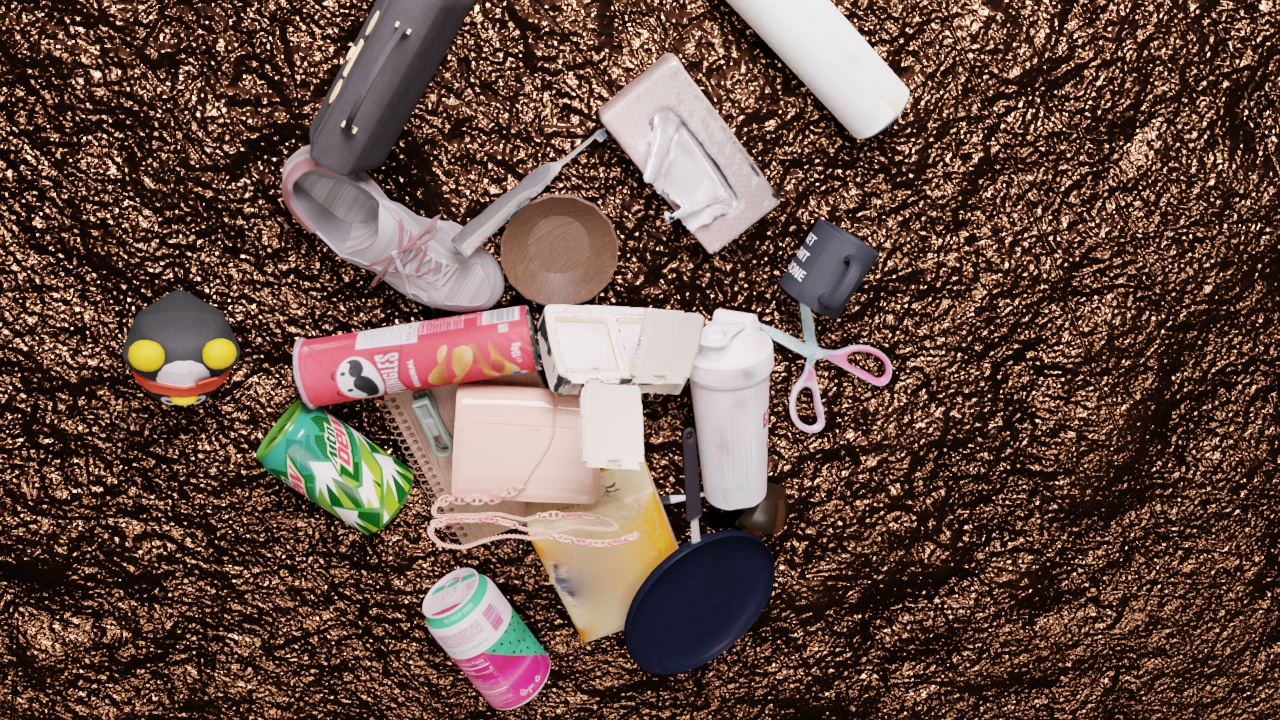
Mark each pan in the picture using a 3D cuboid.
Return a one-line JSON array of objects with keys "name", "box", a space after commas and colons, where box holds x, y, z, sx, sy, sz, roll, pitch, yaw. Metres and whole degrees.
[{"name": "pan", "box": [0.061, 0.211, 1.005, 0.198, 0.021, 0.357, -21, 128, -21]}]

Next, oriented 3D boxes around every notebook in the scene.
[{"name": "notebook", "box": [-0.168, 0.095, 1.007, 0.169, 0.022, 0.210, -20, 116, 1]}]

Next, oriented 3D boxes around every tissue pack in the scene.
[{"name": "tissue pack", "box": [0.047, -0.189, 0.881, 0.104, 0.071, 0.181, -37, 118, 9]}]

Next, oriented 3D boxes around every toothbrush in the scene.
[{"name": "toothbrush", "box": [-0.103, -0.164, 0.871, 0.185, 0.022, 0.024, -42, 90, -10]}, {"name": "toothbrush", "box": [0.014, 0.163, 1.069, 0.187, 0.012, 0.017, -11, 103, -3]}]

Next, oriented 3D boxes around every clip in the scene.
[{"name": "clip", "box": [-0.216, 0.067, 0.957, 0.023, 0.047, 0.076, -18, 120, 0]}]

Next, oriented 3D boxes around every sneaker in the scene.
[{"name": "sneaker", "box": [-0.233, -0.109, 0.863, 0.236, 0.089, 0.099, 32, 107, -20]}]

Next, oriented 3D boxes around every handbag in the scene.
[{"name": "handbag", "box": [-0.212, -0.233, 0.749, 0.072, 0.195, 0.176, 29, 108, -19]}, {"name": "handbag", "box": [-0.099, 0.096, 0.900, 0.198, 0.187, 0.117, 4, 103, -6]}]

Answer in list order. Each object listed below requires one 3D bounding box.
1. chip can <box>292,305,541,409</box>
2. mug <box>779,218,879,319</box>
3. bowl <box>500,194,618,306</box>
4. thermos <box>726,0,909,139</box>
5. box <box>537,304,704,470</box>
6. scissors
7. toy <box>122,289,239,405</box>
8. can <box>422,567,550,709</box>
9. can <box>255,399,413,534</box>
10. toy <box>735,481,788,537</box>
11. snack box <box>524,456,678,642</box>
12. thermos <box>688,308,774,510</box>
[{"name": "chip can", "box": [-0.219, -0.005, 0.916, 0.233, 0.073, 0.073, -9, 116, 0]}, {"name": "mug", "box": [0.194, -0.087, 0.924, 0.071, 0.105, 0.078, 26, 109, -13]}, {"name": "bowl", "box": [-0.081, -0.112, 0.916, 0.118, 0.030, 0.118, -3, 116, -6]}, {"name": "thermos", "box": [0.151, -0.303, 0.840, 0.230, 0.067, 0.068, 39, 104, -21]}, {"name": "box", "box": [-0.005, 0.005, 0.869, 0.143, 0.194, 0.101, -1, 142, -23]}, {"name": "scissors", "box": [0.192, 0.012, 1.022, 0.172, 0.014, 0.159, 24, 109, -18]}, {"name": "toy", "box": [-0.442, -0.002, 0.884, 0.097, 0.099, 0.119, -2, 140, -28]}, {"name": "can", "box": [-0.179, 0.327, 1.076, 0.088, 0.088, 0.166, -27, 116, 5]}, {"name": "can", "box": [-0.317, 0.111, 0.958, 0.144, 0.083, 0.083, 40, 104, -22]}, {"name": "toy", "box": [0.137, 0.189, 1.076, 0.076, 0.062, 0.100, -14, 132, -44]}, {"name": "snack box", "box": [-0.031, 0.223, 1.039, 0.145, 0.080, 0.195, -19, 124, 1]}, {"name": "thermos", "box": [0.097, 0.053, 0.992, 0.099, 0.099, 0.221, -8, 121, -4]}]
